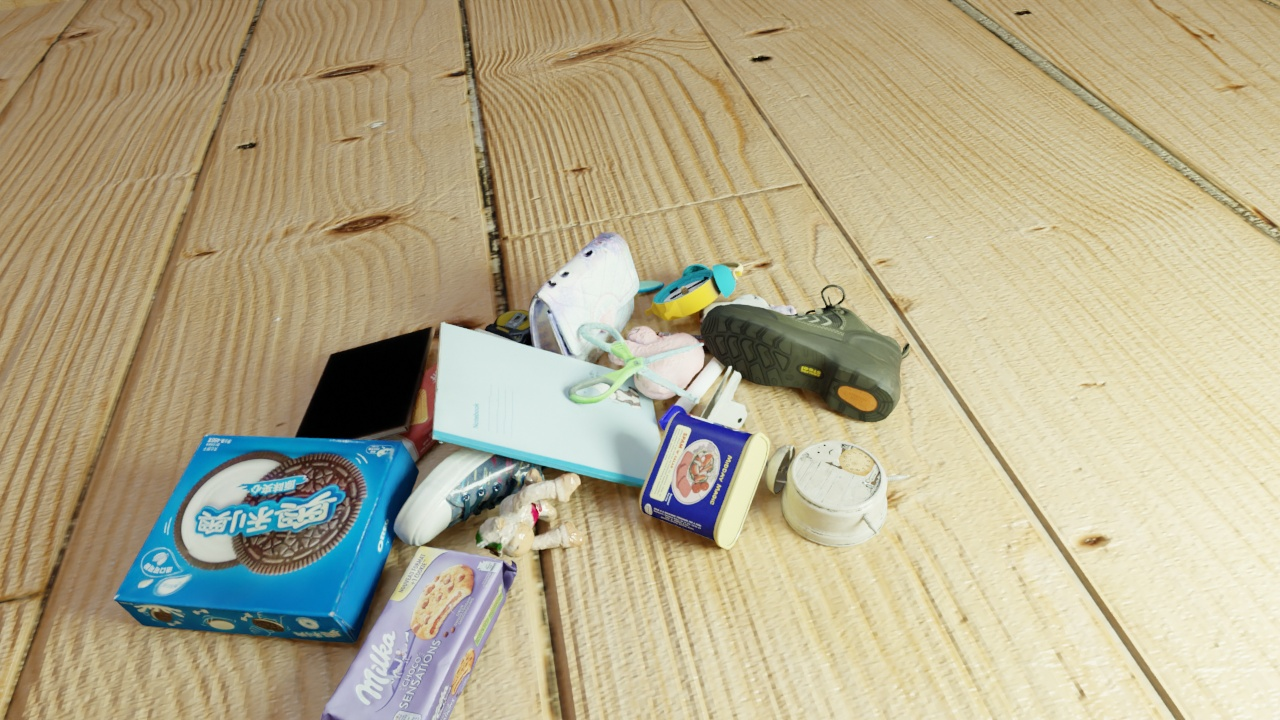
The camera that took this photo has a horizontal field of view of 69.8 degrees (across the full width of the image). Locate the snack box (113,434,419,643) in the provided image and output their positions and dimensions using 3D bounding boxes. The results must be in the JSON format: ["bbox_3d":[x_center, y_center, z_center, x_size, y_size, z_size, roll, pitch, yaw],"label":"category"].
[{"bbox_3d":[-0.363,0.169,0.909,0.239,0.056,0.195,1,49,13],"label":"snack box"}]

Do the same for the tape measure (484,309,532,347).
[{"bbox_3d":[-0.158,-0.040,1.163,0.062,0.034,0.061,19,45,26],"label":"tape measure"}]

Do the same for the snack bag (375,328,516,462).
[{"bbox_3d":[-0.234,0.044,1.075,0.077,0.041,0.224,18,48,29],"label":"snack bag"}]

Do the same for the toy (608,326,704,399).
[{"bbox_3d":[0.018,-0.003,1.074,0.105,0.053,0.108,31,49,22],"label":"toy"}]

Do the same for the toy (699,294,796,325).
[{"bbox_3d":[0.132,-0.057,1.140,0.122,0.038,0.079,-3,29,-3],"label":"toy"}]

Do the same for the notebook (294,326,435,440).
[{"bbox_3d":[-0.323,0.034,1.082,0.141,0.008,0.208,-15,33,6],"label":"notebook"}]

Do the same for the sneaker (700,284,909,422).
[{"bbox_3d":[0.198,-0.035,1.050,0.238,0.101,0.142,23,50,19],"label":"sneaker"}]

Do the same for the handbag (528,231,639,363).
[{"bbox_3d":[-0.067,-0.066,1.110,0.069,0.127,0.158,20,46,24],"label":"handbag"}]

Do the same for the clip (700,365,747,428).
[{"bbox_3d":[0.086,0.053,1.009,0.045,0.102,0.055,38,14,33],"label":"clip"}]

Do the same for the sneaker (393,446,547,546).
[{"bbox_3d":[-0.147,0.124,0.952,0.079,0.088,0.234,38,50,16],"label":"sneaker"}]

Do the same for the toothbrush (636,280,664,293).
[{"bbox_3d":[-0.034,-0.091,1.218,0.135,0.017,0.022,-13,38,-6],"label":"toothbrush"}]

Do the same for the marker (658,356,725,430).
[{"bbox_3d":[0.066,0.032,1.060,0.020,0.020,0.141,19,47,27],"label":"marker"}]

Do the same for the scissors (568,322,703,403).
[{"bbox_3d":[-0.007,0.002,1.022,0.171,0.023,0.172,-19,44,-23],"label":"scissors"}]

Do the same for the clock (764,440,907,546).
[{"bbox_3d":[0.175,0.118,0.913,0.157,0.061,0.103,20,47,25],"label":"clock"}]

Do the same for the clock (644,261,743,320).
[{"bbox_3d":[0.070,-0.090,1.165,0.129,0.044,0.099,-34,19,-17],"label":"clock"}]

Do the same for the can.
[{"bbox_3d":[0.062,0.115,0.908,0.092,0.056,0.116,17,79,28],"label":"can"}]

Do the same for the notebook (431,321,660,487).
[{"bbox_3d":[-0.094,0.049,0.976,0.253,0.009,0.180,16,36,-21],"label":"notebook"}]

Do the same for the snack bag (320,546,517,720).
[{"bbox_3d":[-0.190,0.259,0.806,0.096,0.058,0.204,7,45,20],"label":"snack bag"}]

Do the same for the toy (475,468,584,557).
[{"bbox_3d":[-0.111,0.153,0.887,0.105,0.085,0.074,-25,44,-36],"label":"toy"}]

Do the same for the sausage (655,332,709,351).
[{"bbox_3d":[0.065,-0.022,1.122,0.155,0.020,0.020,4,42,13],"label":"sausage"}]
